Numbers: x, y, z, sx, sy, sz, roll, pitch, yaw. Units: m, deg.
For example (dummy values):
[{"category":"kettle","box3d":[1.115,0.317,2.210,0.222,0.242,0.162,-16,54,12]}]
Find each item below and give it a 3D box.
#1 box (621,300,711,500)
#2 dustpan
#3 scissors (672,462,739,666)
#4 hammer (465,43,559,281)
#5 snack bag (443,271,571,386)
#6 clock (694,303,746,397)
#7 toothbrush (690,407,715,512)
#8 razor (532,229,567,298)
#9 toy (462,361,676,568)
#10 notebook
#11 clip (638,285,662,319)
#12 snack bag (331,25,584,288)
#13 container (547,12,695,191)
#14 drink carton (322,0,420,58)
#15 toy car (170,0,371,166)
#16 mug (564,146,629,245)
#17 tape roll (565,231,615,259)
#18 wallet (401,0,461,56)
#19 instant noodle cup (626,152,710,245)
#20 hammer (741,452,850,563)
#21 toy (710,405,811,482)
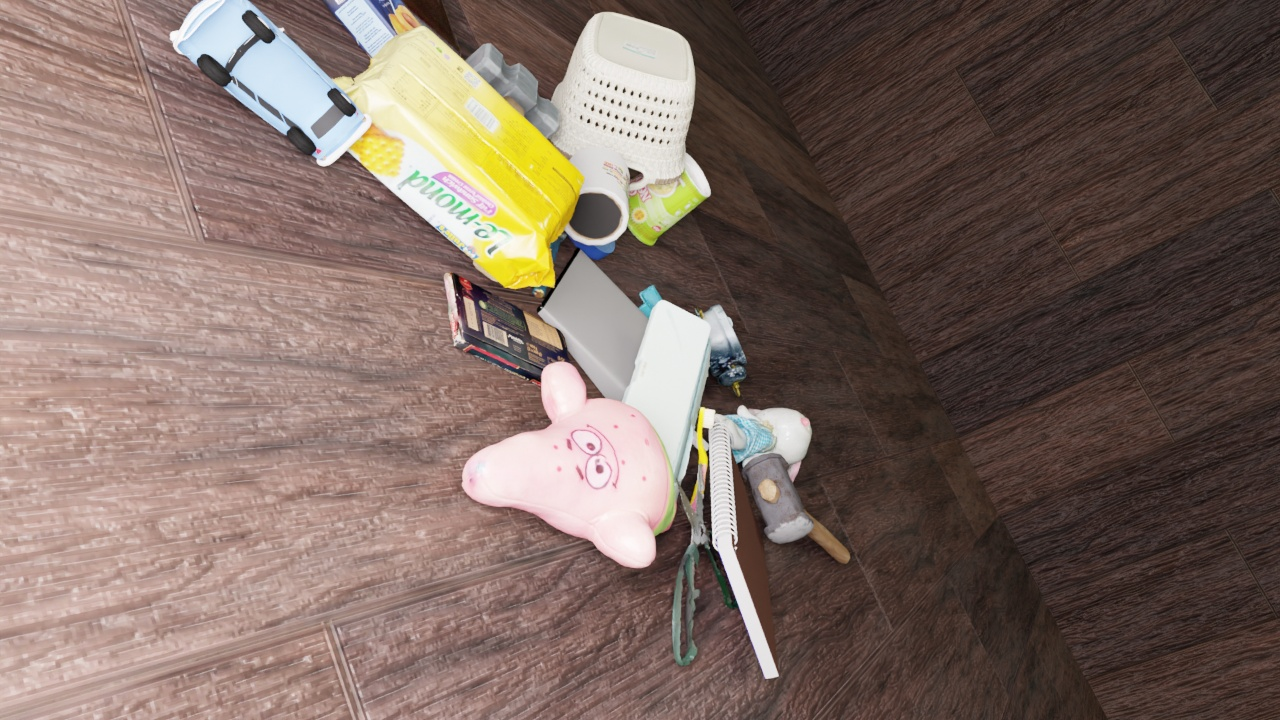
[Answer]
[{"category":"box","box3d":[0.028,0.046,0.940,0.126,0.075,0.196,71,29,-46]},{"category":"dustpan","box3d":[-0.006,0.006,1.004,0.257,0.033,0.162,45,27,-13]},{"category":"scissors","box3d":[0.068,0.205,0.892,0.204,0.015,0.201,46,43,-51]},{"category":"hammer","box3d":[-0.141,-0.202,0.950,0.117,0.051,0.322,38,34,-36]},{"category":"snack bag","box3d":[-0.114,-0.021,0.821,0.155,0.018,0.074,30,37,-50]},{"category":"clock","box3d":[0.106,-0.013,1.196,0.129,0.052,0.090,64,1,-6]},{"category":"toothbrush","box3d":[0.062,0.110,0.935,0.021,0.016,0.136,-77,172,-69]},{"category":"razor","box3d":[-0.096,-0.111,0.963,0.042,0.022,0.143,46,27,-28]},{"category":"toy","box3d":[-0.046,0.087,0.744,0.236,0.097,0.192,7,49,-52]},{"category":"notebook","box3d":[0.104,0.185,0.938,0.208,0.022,0.172,-84,156,-64]},{"category":"clip","box3d":[0.039,-0.038,1.153,0.127,0.028,0.113,56,25,-8]},{"category":"snack bag","box3d":[-0.151,-0.184,0.818,0.247,0.068,0.159,41,35,-19]},{"category":"container","box3d":[-0.018,-0.336,1.172,0.184,0.143,0.245,13,38,-10]},{"category":"drink carton","box3d":[-0.247,-0.322,0.877,0.130,0.040,0.064,50,24,-22]},{"category":"toy car","box3d":[-0.264,-0.204,0.662,0.055,0.056,0.153,49,3,33]},{"category":"mug","box3d":[-0.064,-0.190,1.024,0.105,0.074,0.089,20,39,-16]},{"category":"tape roll","box3d":[-0.065,-0.163,1.093,0.093,0.016,0.091,39,31,-41]},{"category":"wallet","box3d":[-0.241,-0.388,0.985,0.099,0.031,0.119,28,37,-57]},{"category":"instant noodle cup","box3d":[0.032,-0.226,1.251,0.099,0.108,0.098,44,29,-32]},{"category":"hammer","box3d":[0.213,0.207,1.160,0.328,0.052,0.098,42,24,-55]},{"category":"toy","box3d":[0.153,0.089,1.136,0.205,0.106,0.131,25,38,-56]}]
